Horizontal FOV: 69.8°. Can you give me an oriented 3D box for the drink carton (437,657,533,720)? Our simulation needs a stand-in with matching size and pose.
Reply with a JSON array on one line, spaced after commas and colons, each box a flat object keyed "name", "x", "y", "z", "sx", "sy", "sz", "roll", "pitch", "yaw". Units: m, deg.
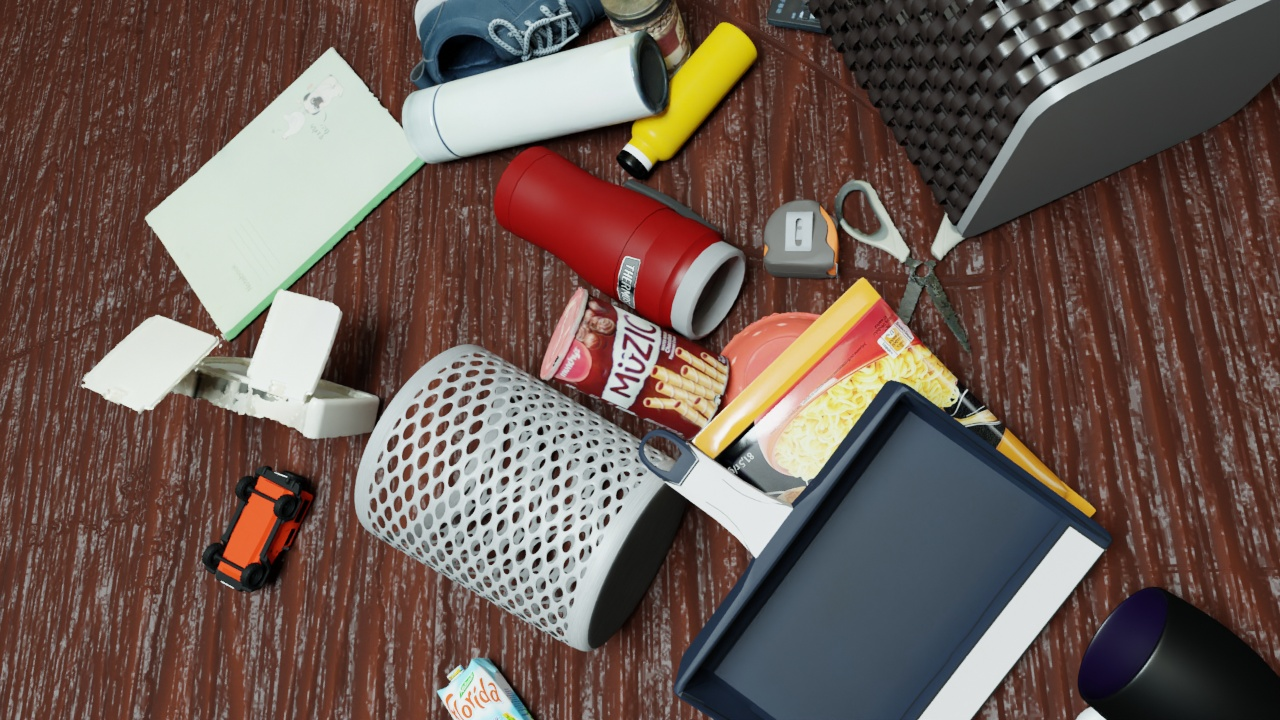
[{"name": "drink carton", "x": -0.095, "y": 0.274, "z": 0.660, "sx": 0.044, "sy": 0.038, "sz": 0.129, "roll": -42, "pitch": 68, "yaw": 0}]

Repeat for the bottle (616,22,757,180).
[{"name": "bottle", "x": 0.036, "y": -0.214, "z": 0.768, "sx": 0.043, "sy": 0.043, "sz": 0.143, "roll": 39, "pitch": 87, "yaw": 22}]

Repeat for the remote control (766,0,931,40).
[{"name": "remote control", "x": 0.183, "y": -0.286, "z": 0.762, "sx": 0.150, "sy": 0.022, "sz": 0.047, "roll": 16, "pitch": 78, "yaw": 18}]

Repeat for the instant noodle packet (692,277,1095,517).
[{"name": "instant noodle packet", "x": 0.170, "y": 0.077, "z": 0.621, "sx": 0.160, "sy": 0.032, "sz": 0.221, "roll": -44, "pitch": 86, "yaw": 2}]

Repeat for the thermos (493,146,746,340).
[{"name": "thermos", "x": -0.011, "y": -0.102, "z": 0.733, "sx": 0.199, "sy": 0.084, "sz": 0.107, "roll": 32, "pitch": 51, "yaw": 24}]

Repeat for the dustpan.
[{"name": "dustpan", "x": 0.117, "y": 0.127, "z": 0.568, "sx": 0.273, "sy": 0.080, "sz": 0.236, "roll": 36, "pitch": 95, "yaw": 8}]

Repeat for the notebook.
[{"name": "notebook", "x": -0.342, "y": -0.163, "z": 0.877, "sx": 0.252, "sy": 0.010, "sz": 0.182, "roll": -42, "pitch": 68, "yaw": 1}]

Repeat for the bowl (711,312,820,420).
[{"name": "bowl", "x": 0.110, "y": 0.019, "z": 0.676, "sx": 0.131, "sy": 0.045, "sz": 0.130, "roll": -4, "pitch": 72, "yaw": 14}]

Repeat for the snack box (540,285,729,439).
[{"name": "snack box", "x": -0.004, "y": 0.004, "z": 0.670, "sx": 0.121, "sy": 0.072, "sz": 0.072, "roll": 24, "pitch": 80, "yaw": -13}]

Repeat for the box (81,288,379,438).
[{"name": "box", "x": -0.300, "y": -0.007, "z": 0.711, "sx": 0.143, "sy": 0.187, "sz": 0.105, "roll": 14, "pitch": 93, "yaw": 13}]

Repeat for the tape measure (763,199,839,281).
[{"name": "tape measure", "x": 0.125, "y": -0.094, "z": 0.709, "sx": 0.058, "sy": 0.038, "sz": 0.058, "roll": 4, "pitch": 75, "yaw": 17}]

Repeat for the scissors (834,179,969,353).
[{"name": "scissors", "x": 0.213, "y": -0.085, "z": 0.696, "sx": 0.157, "sy": 0.012, "sz": 0.171, "roll": -43, "pitch": 67, "yaw": 0}]

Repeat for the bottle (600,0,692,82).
[{"name": "bottle", "x": 0.007, "y": -0.278, "z": 0.762, "sx": 0.056, "sy": 0.105, "sz": 0.056, "roll": -4, "pitch": 73, "yaw": 14}]

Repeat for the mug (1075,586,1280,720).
[{"name": "mug", "x": 0.321, "y": 0.210, "z": 0.548, "sx": 0.100, "sy": 0.084, "sz": 0.119, "roll": 34, "pitch": 115, "yaw": 10}]

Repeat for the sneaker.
[{"name": "sneaker", "x": -0.098, "y": -0.304, "z": 0.811, "sx": 0.236, "sy": 0.089, "sz": 0.087, "roll": -16, "pitch": 67, "yaw": 16}]

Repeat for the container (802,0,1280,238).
[{"name": "container", "x": 0.269, "y": -0.261, "z": 0.598, "sx": 0.247, "sy": 0.245, "sz": 0.243, "roll": -25, "pitch": 76, "yaw": 2}]

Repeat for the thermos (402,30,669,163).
[{"name": "thermos", "x": -0.092, "y": -0.217, "z": 0.770, "sx": 0.230, "sy": 0.068, "sz": 0.067, "roll": -5, "pitch": 72, "yaw": 27}]

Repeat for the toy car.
[{"name": "toy car", "x": -0.311, "y": 0.139, "z": 0.756, "sx": 0.051, "sy": 0.049, "sz": 0.100, "roll": 20, "pitch": 80, "yaw": 19}]

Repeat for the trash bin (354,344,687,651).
[{"name": "trash bin", "x": -0.077, "y": 0.097, "z": 0.649, "sx": 0.183, "sy": 0.156, "sz": 0.156, "roll": 26, "pitch": 82, "yaw": 18}]
